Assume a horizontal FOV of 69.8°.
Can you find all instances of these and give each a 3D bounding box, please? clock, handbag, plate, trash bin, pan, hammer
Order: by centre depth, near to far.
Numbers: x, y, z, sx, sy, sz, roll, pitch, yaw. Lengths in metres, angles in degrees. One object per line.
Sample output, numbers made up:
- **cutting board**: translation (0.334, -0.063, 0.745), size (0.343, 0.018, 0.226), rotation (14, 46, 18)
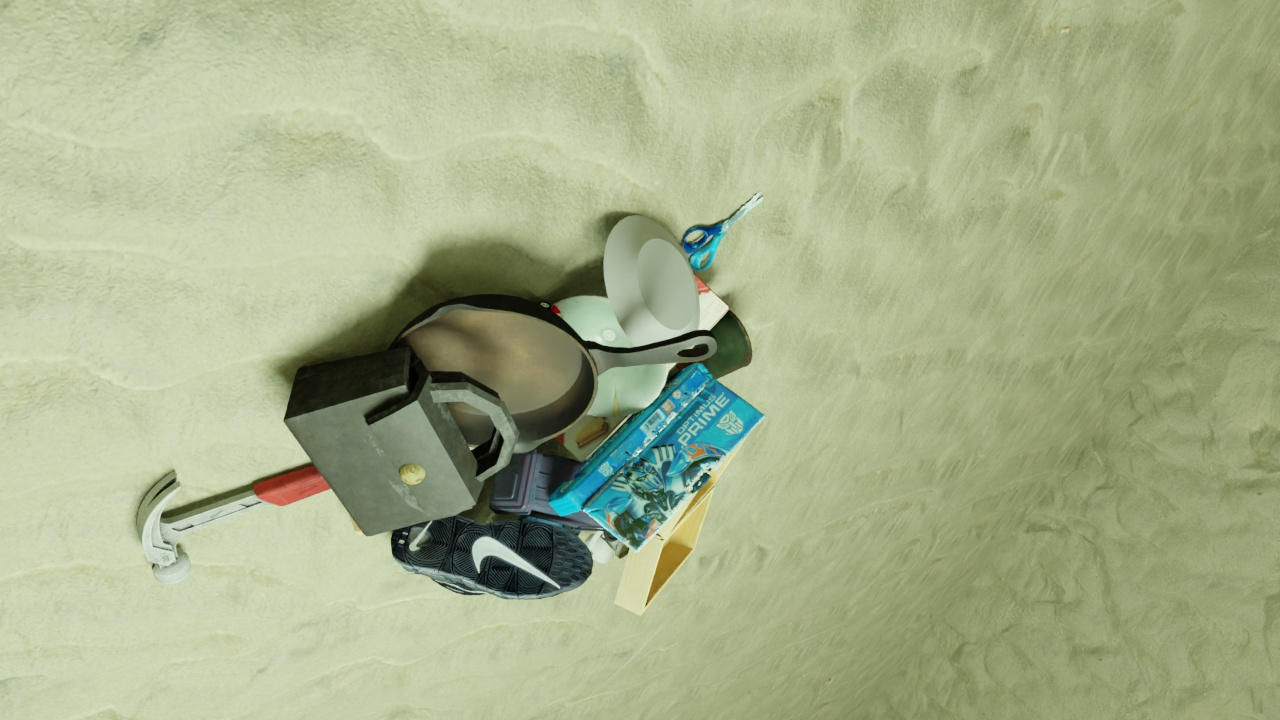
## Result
- **handbag**: translation (-0.225, 0.086, 0.940), size (0.199, 0.102, 0.197), rotation (-16, 129, 4)
- **pan**: translation (-0.097, 0.000, 0.980), size (0.356, 0.043, 0.249), rotation (-10, 138, 6)
- **hammer**: translation (-0.375, 0.136, 1.002), size (0.315, 0.036, 0.126), rotation (-19, 135, -29)
- **plate**: translation (0.024, -0.084, 1.044), size (0.019, 0.172, 0.172), rotation (-15, 161, 38)
- **trash bin**: translation (-0.108, 0.175, 1.186), size (0.160, 0.094, 0.092), rotation (23, 69, -37)
- **clock**: translation (-0.026, 0.247, 1.363), size (0.158, 0.061, 0.120), rotation (-23, 146, -58)

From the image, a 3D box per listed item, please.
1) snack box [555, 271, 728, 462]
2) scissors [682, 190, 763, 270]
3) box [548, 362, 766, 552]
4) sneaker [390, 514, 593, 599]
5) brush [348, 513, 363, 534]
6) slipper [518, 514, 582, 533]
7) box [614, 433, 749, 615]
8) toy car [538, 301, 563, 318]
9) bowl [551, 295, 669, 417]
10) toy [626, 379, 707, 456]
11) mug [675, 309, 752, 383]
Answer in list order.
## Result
- **snack box**: translation (-0.007, 0.007, 1.161), size (0.273, 0.076, 0.044), rotation (-46, 178, 6)
- **scissors**: translation (0.106, -0.170, 1.142), size (0.134, 0.016, 0.073), rotation (-42, 141, -2)
- **box**: translation (0.011, 0.101, 1.103), size (0.243, 0.167, 0.075), rotation (-44, 125, -24)
- **sneaker**: translation (-0.182, 0.264, 1.175), size (0.252, 0.097, 0.151), rotation (9, 154, 7)
- **brush**: translation (-0.294, 0.174, 1.098), size (0.116, 0.049, 0.039), rotation (-10, 155, -37)
- **slipper**: translation (-0.119, 0.212, 1.285), size (0.213, 0.059, 0.104), rotation (-43, 137, -22)
- **box**: translation (0.069, 0.220, 1.361), size (0.258, 0.076, 0.246), rotation (-60, 168, 20)
- **toy car**: translation (-0.135, -0.045, 1.031), size (0.089, 0.025, 0.038), rotation (-1, 128, -28)
- **bowl**: translation (-0.046, -0.018, 1.104), size (0.174, 0.067, 0.174), rotation (5, 126, 7)
- **toy**: translation (0.034, 0.108, 1.298), size (0.137, 0.085, 0.210), rotation (-22, 144, -23)
- **mug**: translation (0.089, -0.011, 1.236), size (0.081, 0.085, 0.111), rotation (-24, 167, -20)
